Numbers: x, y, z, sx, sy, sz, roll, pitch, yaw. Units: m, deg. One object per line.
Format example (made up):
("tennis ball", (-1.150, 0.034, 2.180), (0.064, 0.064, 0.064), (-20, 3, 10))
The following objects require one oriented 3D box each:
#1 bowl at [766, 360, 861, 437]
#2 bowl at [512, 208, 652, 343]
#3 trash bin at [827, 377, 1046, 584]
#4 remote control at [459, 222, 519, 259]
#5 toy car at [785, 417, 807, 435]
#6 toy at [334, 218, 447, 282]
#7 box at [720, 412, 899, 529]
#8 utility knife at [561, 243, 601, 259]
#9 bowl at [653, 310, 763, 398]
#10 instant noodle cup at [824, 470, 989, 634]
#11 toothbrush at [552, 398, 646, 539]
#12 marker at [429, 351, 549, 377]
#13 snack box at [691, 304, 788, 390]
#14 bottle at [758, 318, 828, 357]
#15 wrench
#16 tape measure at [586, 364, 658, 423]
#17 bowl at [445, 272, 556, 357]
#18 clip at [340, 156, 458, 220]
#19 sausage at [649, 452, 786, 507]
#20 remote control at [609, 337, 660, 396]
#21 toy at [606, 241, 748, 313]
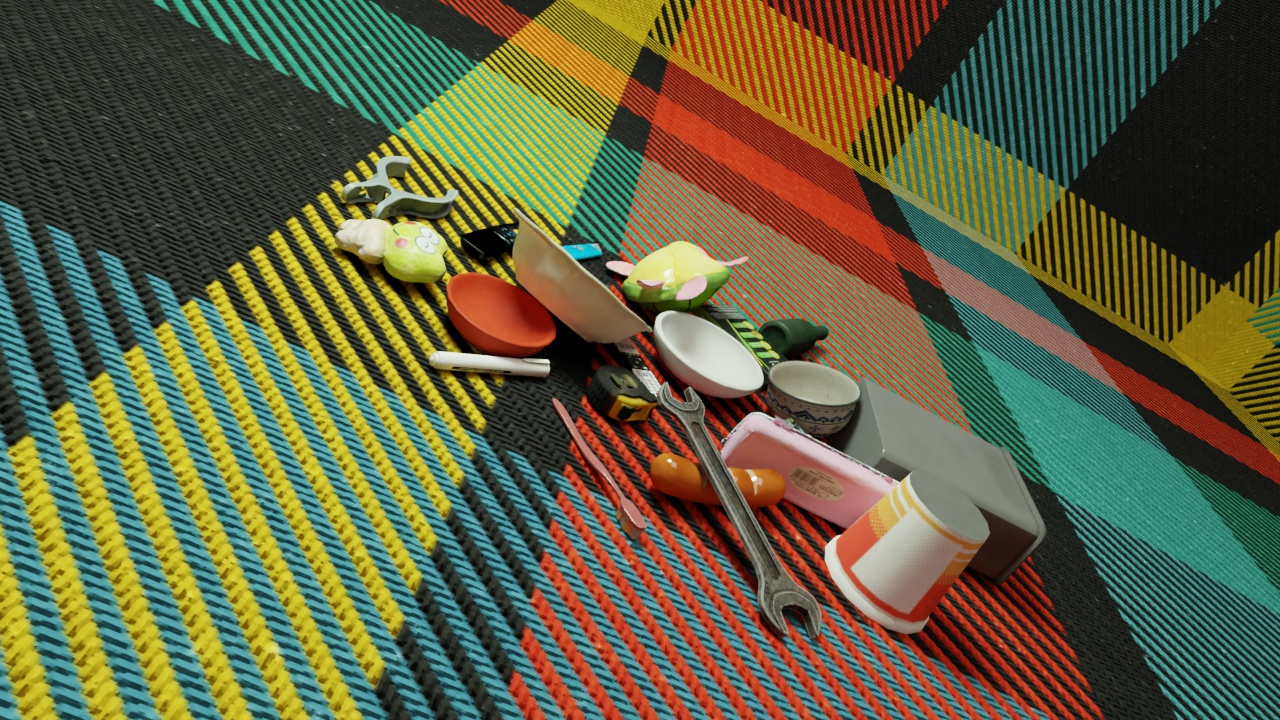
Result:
("bowl", (0.208, 0.052, 1.133), (0.115, 0.059, 0.115), (7, 26, -4))
("bowl", (-0.078, -0.077, 1.015), (0.219, 0.060, 0.188), (42, 0, -39))
("trash bin", (0.351, 0.141, 1.118), (0.220, 0.098, 0.191), (27, 27, -9))
("remote control", (-0.169, -0.148, 1.129), (0.041, 0.020, 0.151), (37, 26, 10))
("toy car", (0.161, 0.093, 1.056), (0.091, 0.036, 0.042), (-3, 43, -50))
("toy", (-0.258, -0.118, 0.955), (0.115, 0.046, 0.092), (15, 34, -16))
("box", (0.186, 0.119, 0.989), (0.202, 0.087, 0.044), (27, 36, -10))
("utility knife", (-0.095, -0.143, 1.207), (0.031, 0.015, 0.158), (45, 27, 14))
("bowl", (0.075, 0.002, 1.111), (0.149, 0.043, 0.149), (25, 27, -14))
("instant noodle cup", (0.273, 0.186, 0.925), (0.123, 0.121, 0.123), (25, 27, -14))
("toothbrush", (-0.044, 0.096, 0.860), (0.015, 0.016, 0.184), (7, 33, -41))
("marker", (-0.145, 0.003, 0.896), (0.133, 0.020, 0.017), (6, 41, -42))
("snack box", (0.141, -0.020, 1.241), (0.080, 0.025, 0.147), (-4, 44, -50))
("bottle", (0.232, -0.035, 1.334), (0.055, 0.055, 0.173), (45, 27, 23))
("wrench", (0.089, 0.135, 0.861), (0.069, 0.010, 0.273), (-5, 60, -44))
("tape measure", (-0.023, 0.032, 0.960), (0.062, 0.038, 0.067), (-2, 43, -48))
("bowl", (-0.149, -0.041, 0.949), (0.122, 0.035, 0.121), (25, 27, -14))
("clip", (-0.261, -0.184, 1.081), (0.143, 0.029, 0.171), (29, 27, -4))
("sausage", (0.078, 0.122, 0.909), (0.164, 0.044, 0.039), (13, 28, -34))
("remote control", (-0.006, 0.006, 1.051), (0.028, 0.012, 0.124), (9, 35, -39))
("toy", (0.049, -0.109, 1.214), (0.190, 0.088, 0.237), (-5, 14, 9))
